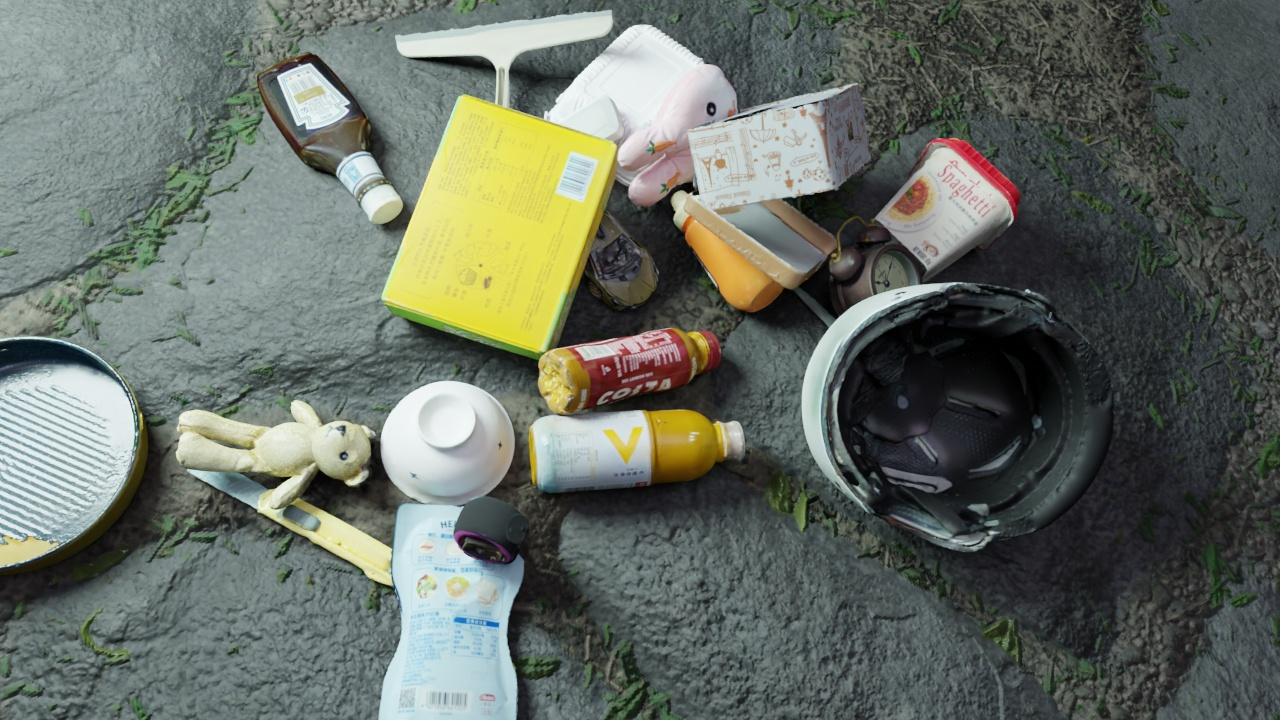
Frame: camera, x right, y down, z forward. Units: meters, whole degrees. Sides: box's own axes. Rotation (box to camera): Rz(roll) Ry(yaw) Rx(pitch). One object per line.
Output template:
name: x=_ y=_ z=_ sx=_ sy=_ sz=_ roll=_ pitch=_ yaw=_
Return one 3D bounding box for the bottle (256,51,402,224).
bottle: x=-0.302 y=-0.218 z=0.911 sx=0.079 sy=0.044 sz=0.195 roll=-33 pitch=76 yaw=-20

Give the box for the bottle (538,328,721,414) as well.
bottle: x=-0.005 y=0.005 z=0.834 sx=0.174 sy=0.058 sz=0.057 roll=-11 pitch=68 yaw=-33

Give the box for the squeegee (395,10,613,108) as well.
squeegee: x=-0.149 y=-0.228 z=0.937 sx=0.247 sy=0.039 sz=0.246 roll=-1 pitch=75 yaw=17

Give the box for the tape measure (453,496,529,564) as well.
tape measure: x=-0.122 y=0.140 z=0.742 sx=0.058 sy=0.057 sz=0.039 roll=26 pitch=52 yaw=-5

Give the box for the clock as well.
clock: x=0.224 y=-0.083 z=0.895 sx=0.081 sy=0.055 sz=0.122 roll=-41 pitch=108 yaw=-28

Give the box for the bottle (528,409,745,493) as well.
bottle: x=-0.003 y=0.078 z=0.815 sx=0.189 sy=0.068 sz=0.068 roll=-3 pitch=67 yaw=-11

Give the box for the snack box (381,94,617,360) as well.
snack box: x=-0.126 y=-0.120 z=0.850 sx=0.158 sy=0.070 sz=0.210 roll=18 pitch=81 yaw=2

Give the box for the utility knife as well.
utility knife: x=-0.285 y=0.137 z=0.776 sx=0.216 sy=0.022 sz=0.030 roll=25 pitch=59 yaw=7

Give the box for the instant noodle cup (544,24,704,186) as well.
instant noodle cup: x=-0.004 y=-0.284 z=0.980 sx=0.138 sy=0.060 sz=0.173 roll=36 pitch=64 yaw=7

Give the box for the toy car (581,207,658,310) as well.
toy car: x=-0.044 y=-0.118 z=0.911 sx=0.070 sy=0.042 sz=0.158 roll=-39 pitch=80 yaw=-21

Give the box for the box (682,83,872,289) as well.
box: x=0.136 y=-0.156 z=0.880 sx=0.181 sy=0.152 sz=0.174 roll=-40 pitch=119 yaw=-57

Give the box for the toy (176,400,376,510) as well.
toy: x=-0.305 y=0.071 z=0.770 sx=0.157 sy=0.066 sz=0.105 roll=7 pitch=48 yaw=-14

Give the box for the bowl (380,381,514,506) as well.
bowl: x=-0.168 y=0.061 z=0.797 sx=0.118 sy=0.065 sz=0.118 roll=4 pitch=65 yaw=-8

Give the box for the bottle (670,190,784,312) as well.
bottle: x=0.081 y=-0.117 z=0.921 sx=0.066 sy=0.067 sz=0.149 roll=-31 pitch=67 yaw=-20

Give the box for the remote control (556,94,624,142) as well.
remote control: x=-0.076 y=-0.219 z=0.925 sx=0.125 sy=0.024 sz=0.049 roll=-28 pitch=67 yaw=20

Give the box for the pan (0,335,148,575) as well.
pan: x=-0.580 y=0.040 z=0.733 sx=0.357 sy=0.078 sz=0.197 roll=22 pitch=64 yaw=1

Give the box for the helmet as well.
helmet: x=0.259 y=0.039 z=0.820 sx=0.273 sy=0.157 sz=0.230 roll=9 pitch=98 yaw=-20

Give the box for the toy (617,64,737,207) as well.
toy: x=0.043 y=-0.225 z=0.934 sx=0.054 sy=0.121 sz=0.159 roll=33 pitch=69 yaw=34

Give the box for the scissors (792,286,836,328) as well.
scissors: x=0.204 y=-0.021 z=0.925 sx=0.179 sy=0.014 sz=0.159 roll=41 pitch=64 yaw=13

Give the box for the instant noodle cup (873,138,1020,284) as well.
instant noodle cup: x=0.301 y=-0.144 z=0.944 sx=0.124 sy=0.117 sz=0.116 roll=-41 pitch=78 yaw=-11

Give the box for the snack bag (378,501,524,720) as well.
snack bag: x=-0.152 y=0.211 z=0.750 sx=0.110 sy=0.039 sz=0.190 roll=2 pitch=63 yaw=-6
